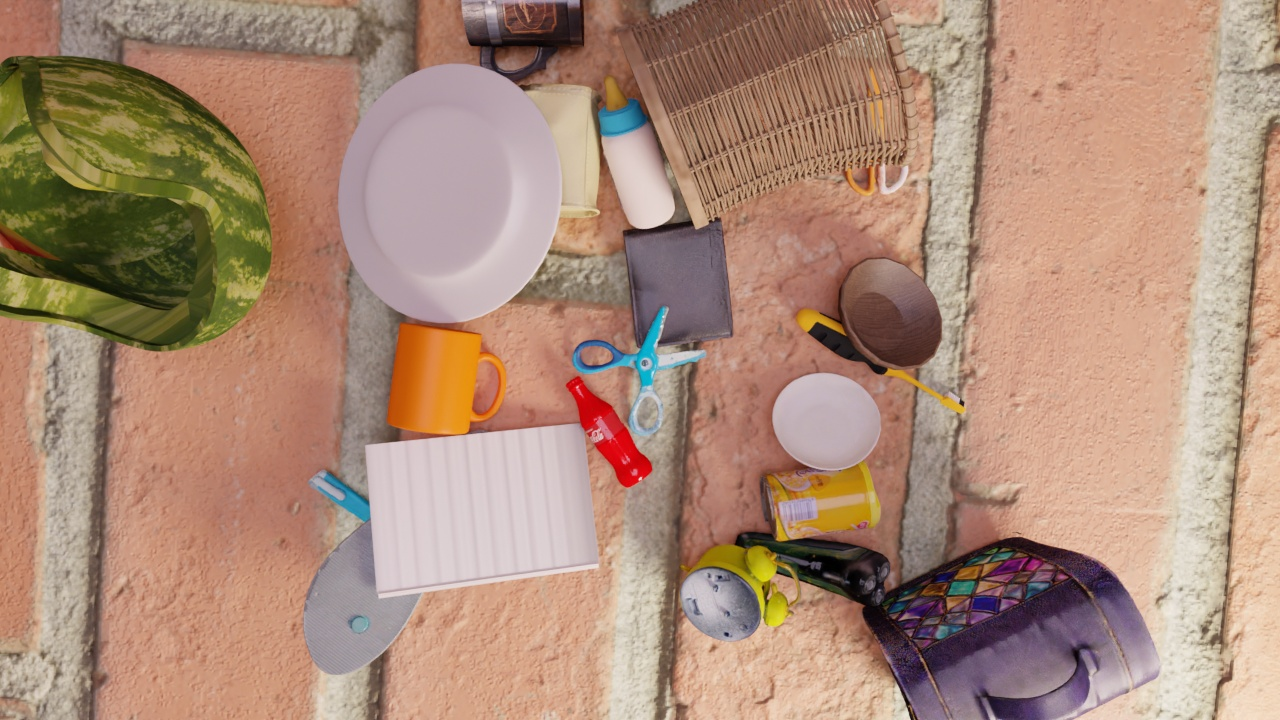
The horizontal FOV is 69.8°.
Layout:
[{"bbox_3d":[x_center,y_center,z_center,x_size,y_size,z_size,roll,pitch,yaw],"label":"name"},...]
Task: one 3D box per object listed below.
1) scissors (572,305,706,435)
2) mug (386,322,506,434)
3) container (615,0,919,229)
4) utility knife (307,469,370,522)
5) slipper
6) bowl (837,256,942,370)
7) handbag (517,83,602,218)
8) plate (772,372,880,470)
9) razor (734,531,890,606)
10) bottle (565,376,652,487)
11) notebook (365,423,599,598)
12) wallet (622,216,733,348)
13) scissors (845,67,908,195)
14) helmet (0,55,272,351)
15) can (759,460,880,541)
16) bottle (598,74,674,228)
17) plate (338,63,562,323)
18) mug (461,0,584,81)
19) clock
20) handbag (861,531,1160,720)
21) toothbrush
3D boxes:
[{"bbox_3d":[-0.007,0.005,0.903,0.138,0.011,0.134,20,109,6],"label":"scissors"},{"bbox_3d":[-0.182,0.019,0.886,0.112,0.078,0.096,7,92,-30],"label":"mug"},{"bbox_3d":[0.104,-0.241,0.806,0.196,0.226,0.227,-22,93,6],"label":"container"},{"bbox_3d":[-0.252,0.168,0.914,0.181,0.015,0.022,37,95,-4],"label":"utility knife"},{"bbox_3d":[-0.228,0.176,0.892,0.098,0.055,0.268,39,76,-5],"label":"slipper"},{"bbox_3d":[0.237,-0.042,0.893,0.117,0.030,0.117,8,68,-20],"label":"bowl"},{"bbox_3d":[-0.092,-0.199,0.873,0.111,0.081,0.119,2,94,6],"label":"handbag"},{"bbox_3d":[0.181,0.064,0.901,0.104,0.026,0.104,-2,61,3],"label":"plate"},{"bbox_3d":[0.167,0.199,0.901,0.151,0.067,0.054,13,89,6],"label":"razor"},{"bbox_3d":[-0.034,0.068,0.904,0.036,0.036,0.119,-34,92,0],"label":"bottle"},{"bbox_3d":[-0.151,0.141,0.883,0.209,0.009,0.142,-5,81,-13],"label":"notebook"},{"bbox_3d":[0.037,-0.075,0.905,0.099,0.031,0.120,-8,95,2],"label":"wallet"},{"bbox_3d":[0.236,-0.227,0.909,0.064,0.013,0.128,1,94,-2],"label":"scissors"},{"bbox_3d":[-0.442,-0.133,0.786,0.213,0.247,0.243,-36,51,16],"label":"helmet"},{"bbox_3d":[0.174,0.137,0.896,0.105,0.067,0.067,-8,92,-1],"label":"can"},{"bbox_3d":[-0.008,-0.196,0.858,0.051,0.051,0.146,-20,122,-1],"label":"bottle"},{"bbox_3d":[-0.186,-0.156,0.856,0.243,0.016,0.242,0,91,20],"label":"plate"},{"bbox_3d":[-0.108,-0.320,0.872,0.107,0.079,0.116,-2,119,0],"label":"mug"},{"bbox_3d":[0.096,0.222,0.884,0.119,0.056,0.083,-11,105,27],"label":"clock"},{"bbox_3d":[0.325,0.265,0.828,0.205,0.222,0.125,-25,92,-1],"label":"handbag"},{"bbox_3d":[0.240,0.002,0.912,0.196,0.031,0.030,30,59,-6],"label":"toothbrush"}]
